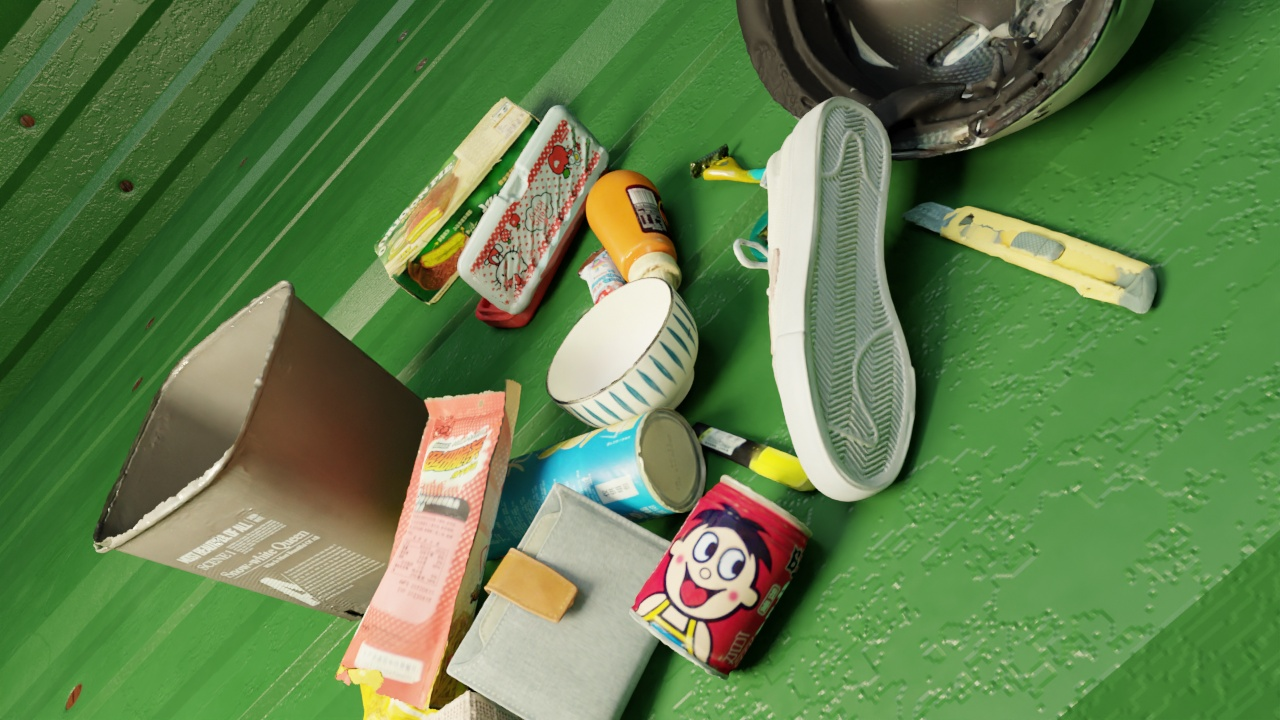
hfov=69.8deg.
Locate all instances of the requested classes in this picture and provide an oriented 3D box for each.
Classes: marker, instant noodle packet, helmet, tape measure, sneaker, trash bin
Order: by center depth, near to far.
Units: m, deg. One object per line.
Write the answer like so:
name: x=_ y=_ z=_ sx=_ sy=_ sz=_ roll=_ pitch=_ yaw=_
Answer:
sneaker: x=0.101 y=-0.034 z=0.549 sx=0.091 sy=0.089 sz=0.241 roll=-30 pitch=53 yaw=56
helmet: x=0.200 y=-0.247 z=0.570 sx=0.156 sy=0.230 sz=0.274 roll=-16 pitch=19 yaw=-27
marker: x=0.068 y=0.060 z=0.584 sx=0.018 sy=0.015 sz=0.124 roll=-57 pitch=33 yaw=-10
tape measure: x=0.105 y=-0.093 z=0.667 sx=0.054 sy=0.025 sz=0.058 roll=-51 pitch=35 yaw=-1
instant noodle packet: x=-0.167 y=0.216 z=0.676 sx=0.111 sy=0.044 sz=0.128 roll=-43 pitch=34 yaw=18
trash bin: x=-0.274 y=0.093 z=0.752 sx=0.199 sy=0.219 sz=0.198 roll=-28 pitch=40 yaw=28

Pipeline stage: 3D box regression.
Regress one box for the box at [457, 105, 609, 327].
box: x=-0.114 y=-0.138 z=0.886 sx=0.094 sy=0.100 sz=0.200 roll=4 pitch=61 yaw=48

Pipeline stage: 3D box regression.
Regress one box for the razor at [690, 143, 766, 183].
razor: x=0.095 y=-0.156 z=0.732 sx=0.043 sy=0.028 sz=0.133 roll=-30 pitch=24 yaw=-27

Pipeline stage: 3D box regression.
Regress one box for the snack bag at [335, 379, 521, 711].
snack bag: x=-0.136 y=0.117 z=0.611 sx=0.129 sy=0.073 sz=0.207 roll=-13 pitch=59 yaw=52

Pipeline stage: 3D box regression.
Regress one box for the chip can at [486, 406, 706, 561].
chip can: x=-0.058 y=0.093 z=0.643 sx=0.211 sy=0.071 sz=0.071 roll=-21 pitch=45 yaw=34

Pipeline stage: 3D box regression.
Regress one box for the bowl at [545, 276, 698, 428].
bowl: x=-0.004 y=0.004 z=0.660 sx=0.117 sy=0.066 sz=0.116 roll=-32 pitch=31 yaw=22

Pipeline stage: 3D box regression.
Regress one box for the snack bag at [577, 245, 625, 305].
snack bag: x=-0.029 y=-0.067 z=0.792 sx=0.045 sy=0.026 sz=0.105 roll=-44 pitch=34 yaw=15

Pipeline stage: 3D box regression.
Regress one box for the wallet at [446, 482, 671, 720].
wallet: x=-0.039 y=0.148 z=0.541 sx=0.129 sy=0.106 sz=0.037 roll=-59 pitch=-7 yaw=-23

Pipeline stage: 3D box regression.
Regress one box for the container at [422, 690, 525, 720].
container: x=-0.095 y=0.262 z=0.518 sx=0.090 sy=0.090 sz=0.110 roll=-39 pitch=35 yaw=16

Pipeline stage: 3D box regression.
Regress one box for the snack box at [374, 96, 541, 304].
snack box: x=-0.199 y=-0.185 z=1.052 sx=0.240 sy=0.063 sz=0.114 roll=-49 pitch=35 yaw=3

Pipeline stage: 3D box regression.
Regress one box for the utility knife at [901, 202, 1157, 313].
utility knife: x=0.219 y=-0.066 z=0.532 sx=0.031 sy=0.019 sz=0.182 roll=-46 pitch=31 yaw=-3

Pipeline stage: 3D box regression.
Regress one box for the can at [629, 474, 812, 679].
can: x=0.046 y=0.118 z=0.509 sx=0.093 sy=0.066 sz=0.066 roll=-56 pitch=36 yaw=-8

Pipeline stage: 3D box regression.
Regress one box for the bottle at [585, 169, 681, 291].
bottle: x=0.000 y=-0.097 z=0.761 sx=0.067 sy=0.066 sz=0.149 roll=-38 pitch=45 yaw=17
